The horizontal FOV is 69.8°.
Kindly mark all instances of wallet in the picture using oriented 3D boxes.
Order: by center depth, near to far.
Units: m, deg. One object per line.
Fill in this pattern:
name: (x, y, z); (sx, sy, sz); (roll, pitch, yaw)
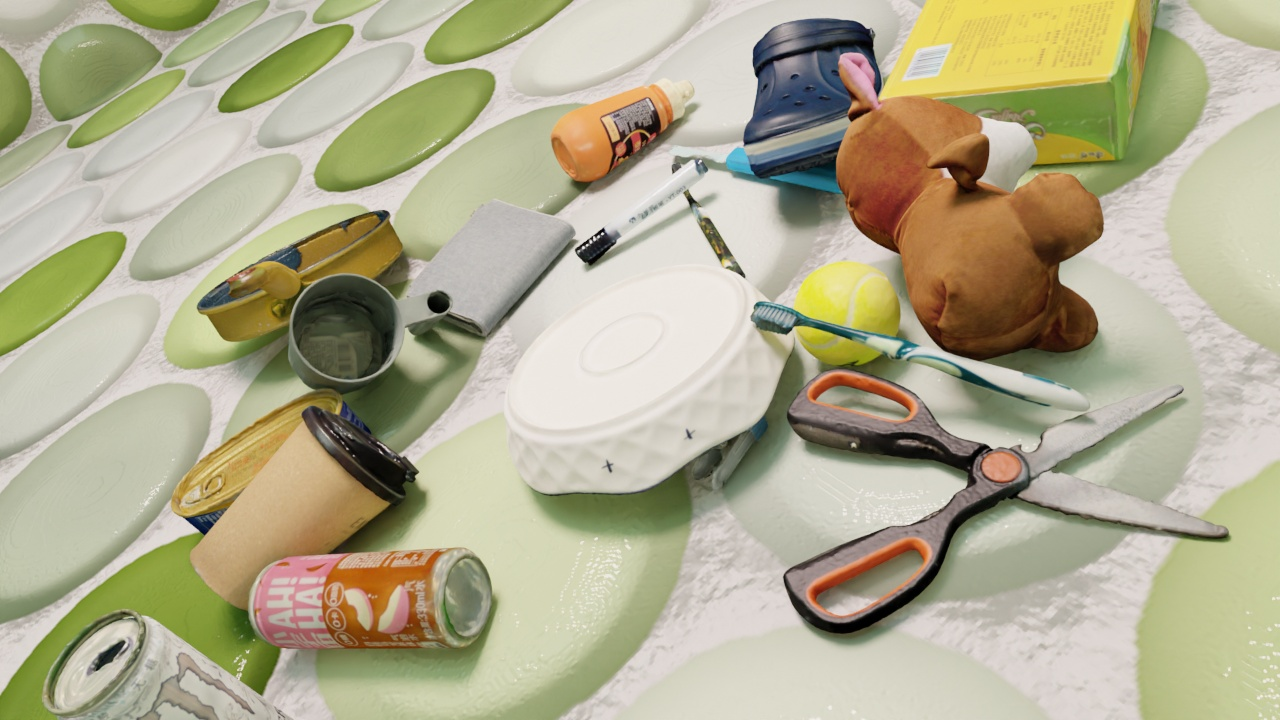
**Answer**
wallet: (-0.134, -0.083, 0.810); (0.107, 0.037, 0.129); (21, 60, 31)

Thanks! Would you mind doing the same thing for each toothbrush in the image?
toothbrush: (0.147, -0.002, 0.509); (0.192, 0.016, 0.018); (19, 52, 28)
toothbrush: (0.052, -0.116, 0.745); (0.012, 0.017, 0.185); (-13, 38, -6)

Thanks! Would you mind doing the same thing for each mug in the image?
mug: (-0.221, -0.022, 0.742); (0.123, 0.083, 0.104); (-18, -2, -25)

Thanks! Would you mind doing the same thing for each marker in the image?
marker: (0.001, -0.124, 0.768); (0.131, 0.022, 0.018); (-35, 50, 4)

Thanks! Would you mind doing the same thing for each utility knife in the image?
utility knife: (0.099, -0.166, 0.769); (0.034, 0.018, 0.223); (-37, 38, -26)

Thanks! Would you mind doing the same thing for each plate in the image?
plate: (-0.004, 0.004, 0.605); (0.205, 0.045, 0.204); (-21, 31, 13)

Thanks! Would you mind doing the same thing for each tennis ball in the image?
tennis ball: (0.127, -0.029, 0.566); (0.065, 0.065, 0.065); (-17, 40, 15)

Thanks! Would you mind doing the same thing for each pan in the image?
pan: (-0.307, -0.075, 0.801); (0.197, 0.078, 0.357); (-28, 23, -7)

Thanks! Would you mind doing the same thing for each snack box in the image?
snack box: (0.288, -0.233, 0.686); (0.158, 0.070, 0.209); (4, 49, 35)

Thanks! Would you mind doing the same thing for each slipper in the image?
slipper: (0.142, -0.234, 0.740); (0.105, 0.095, 0.252); (-13, 30, 27)

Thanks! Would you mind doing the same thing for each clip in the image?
clip: (0.054, 0.053, 0.557); (0.036, 0.025, 0.057); (23, 65, 36)

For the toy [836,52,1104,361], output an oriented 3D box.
toy: (0.186, -0.095, 0.541); (0.130, 0.140, 0.199); (-29, 45, -3)

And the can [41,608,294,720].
can: (-0.234, 0.191, 0.482); (0.058, 0.147, 0.058); (-17, 40, 15)

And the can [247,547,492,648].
can: (-0.165, 0.146, 0.560); (0.147, 0.058, 0.057); (-8, 43, 24)

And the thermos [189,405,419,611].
thermos: (-0.233, 0.101, 0.635); (0.143, 0.093, 0.093); (-46, 41, -7)

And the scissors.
scissors: (0.166, 0.065, 0.480); (0.232, 0.022, 0.221); (-41, 45, -13)

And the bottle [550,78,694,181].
bottle: (-0.011, -0.228, 0.876); (0.149, 0.067, 0.067); (-32, 38, -15)

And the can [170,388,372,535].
can: (-0.282, 0.083, 0.708); (0.148, 0.049, 0.074); (-33, 39, -5)
